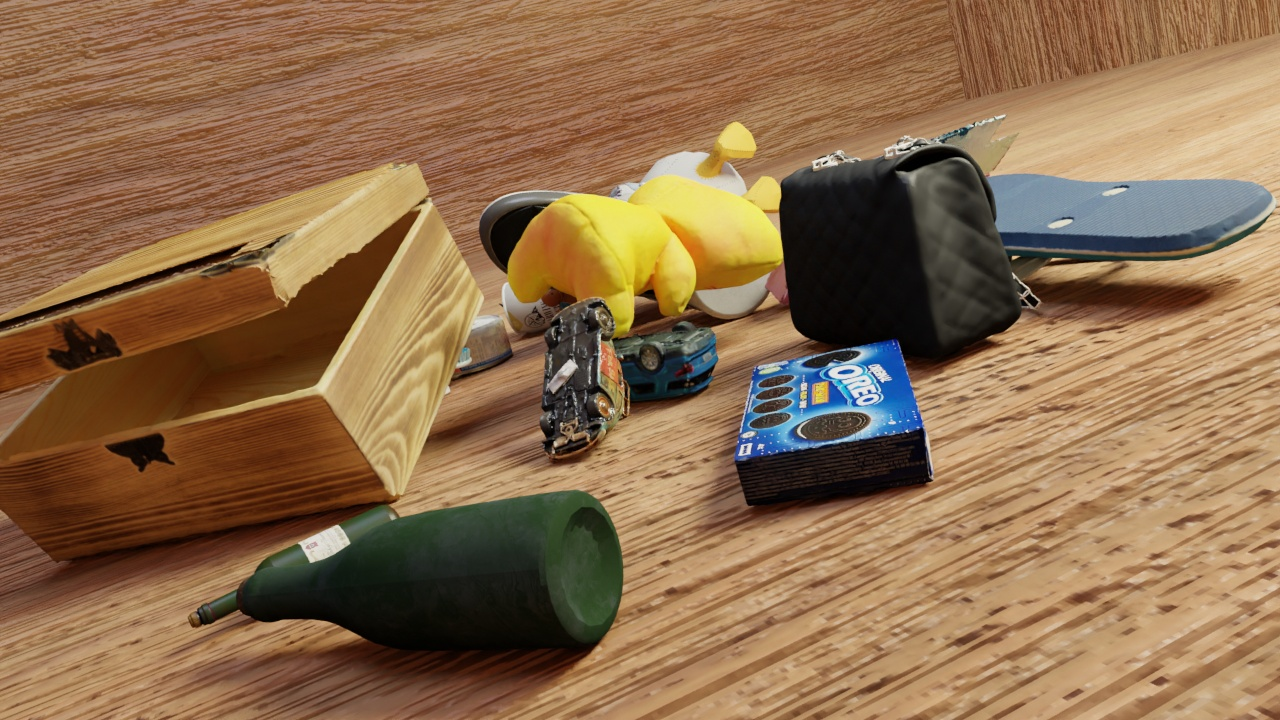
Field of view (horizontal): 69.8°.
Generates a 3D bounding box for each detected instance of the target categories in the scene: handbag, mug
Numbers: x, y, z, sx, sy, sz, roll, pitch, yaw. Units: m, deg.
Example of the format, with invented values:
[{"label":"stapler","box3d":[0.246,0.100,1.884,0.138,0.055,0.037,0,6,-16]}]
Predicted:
[{"label":"handbag","box3d":[0.166,-0.076,0.573,0.114,0.125,0.154,-20,13,-15]},{"label":"mug","box3d":[0.056,-0.085,0.801,0.113,0.084,0.070,20,7,-17]}]

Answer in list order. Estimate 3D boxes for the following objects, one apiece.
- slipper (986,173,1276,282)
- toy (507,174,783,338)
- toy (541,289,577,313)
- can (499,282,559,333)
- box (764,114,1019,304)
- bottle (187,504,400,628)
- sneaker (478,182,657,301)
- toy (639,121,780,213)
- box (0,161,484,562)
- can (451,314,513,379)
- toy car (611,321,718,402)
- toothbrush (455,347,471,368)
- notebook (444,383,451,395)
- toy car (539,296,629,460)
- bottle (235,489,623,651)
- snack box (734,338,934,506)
[{"label":"slipper","box3d":[0.274,-0.081,0.619,0.118,0.060,0.295,-23,17,-14]},{"label":"toy","box3d":[0.003,-0.089,0.675,0.193,0.087,0.134,-19,32,-38]},{"label":"toy","box3d":[-0.054,-0.080,0.906,0.071,0.090,0.102,-14,42,51]},{"label":"can","box3d":[-0.093,-0.068,0.995,0.127,0.064,0.064,-13,13,13]},{"label":"box","box3d":[0.218,-0.137,0.766,0.229,0.035,0.160,-24,-25,-31]},{"label":"bottle","box3d":[-0.168,0.103,0.452,0.105,0.025,0.025,-24,15,-31]},{"label":"sneaker","box3d":[-0.041,-0.135,0.885,0.256,0.093,0.160,6,31,-26]},{"label":"toy","box3d":[0.052,-0.185,1.173,0.245,0.141,0.268,-30,2,-42]},{"label":"box","box3d":[-0.284,-0.021,0.643,0.280,0.176,0.246,-14,33,17]},{"label":"can","box3d":[-0.173,-0.014,0.912,0.086,0.043,0.086,-14,13,3]},{"label":"toy car","box3d":[-0.004,0.004,0.626,0.120,0.043,0.056,-4,18,36]},{"label":"toothbrush","box3d":[-0.240,0.034,0.785,0.222,0.027,0.027,-25,45,-34]},{"label":"notebook","box3d":[-0.291,0.057,0.837,0.210,0.008,0.141,-6,16,38]},{"label":"toy car","box3d":[-0.032,0.016,0.575,0.047,0.047,0.111,-19,53,27]},{"label":"bottle","box3d":[-0.094,0.088,0.363,0.174,0.055,0.055,-11,14,26]},{"label":"snack box","box3d":[0.094,0.025,0.452,0.082,0.027,0.150,-13,13,13]}]
